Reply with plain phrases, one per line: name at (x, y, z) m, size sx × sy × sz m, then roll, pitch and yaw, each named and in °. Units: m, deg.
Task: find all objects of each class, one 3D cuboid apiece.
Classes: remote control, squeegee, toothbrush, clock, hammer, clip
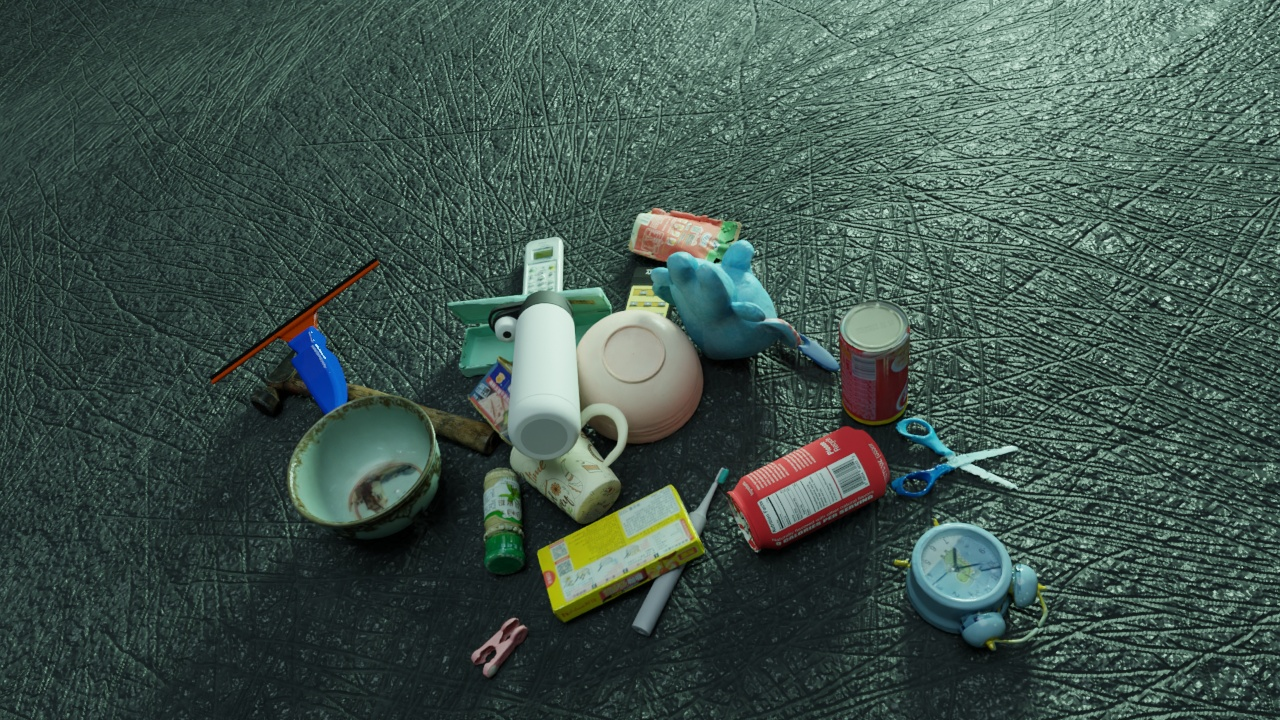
remote control at (-0.123, -0.103, 1.164) m, size 0.050 × 0.022 × 0.133 m, roll -9°, pitch 49°, yaw 8°
squeegee at (-0.379, 0.009, 1.079) m, size 0.249 × 0.055 × 0.184 m, roll -36°, pitch 49°, yaw -2°
toothbrush at (0.043, 0.180, 0.888) m, size 0.019 × 0.018 × 0.187 m, roll 12°, pitch 55°, yaw 31°
clock at (0.286, 0.194, 0.790) m, size 0.088 × 0.052 × 0.124 m, roll -38°, pitch 52°, yaw -19°
remote control at (0.009, -0.060, 1.099) m, size 0.058 × 0.013 × 0.133 m, roll 1°, pitch 52°, yaw 16°
hammer at (-0.304, 0.046, 1.085) m, size 0.331 × 0.033 × 0.119 m, roll 14°, pitch 55°, yaw 24°
toothbrush at (0.171, -0.025, 1.025) m, size 0.021 × 0.016 × 0.132 m, roll -40°, pitch 52°, yaw -15°
clip at (-0.135, 0.268, 0.864) m, size 0.044 × 0.023 × 0.060 m, roll 14°, pitch 62°, yaw 22°

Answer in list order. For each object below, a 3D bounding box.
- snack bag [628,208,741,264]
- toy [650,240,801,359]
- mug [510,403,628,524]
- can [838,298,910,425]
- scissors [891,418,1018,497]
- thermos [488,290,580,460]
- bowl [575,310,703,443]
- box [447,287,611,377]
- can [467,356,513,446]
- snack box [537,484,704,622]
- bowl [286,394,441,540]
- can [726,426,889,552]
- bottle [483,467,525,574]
snack bag at (0.067, -0.149, 1.145) m, size 0.155 × 0.044 × 0.087 m, roll 14°, pitch 61°, yaw 20°
toy at (0.084, -0.075, 0.983) m, size 0.183 × 0.180 × 0.114 m, roll 25°, pitch 76°, yaw 29°
mug at (-0.059, 0.098, 0.939) m, size 0.122 × 0.081 × 0.097 m, roll -49°, pitch 61°, yaw 1°
can at (0.232, 0.004, 0.913) m, size 0.067 × 0.124 × 0.066 m, roll -8°, pitch 50°, yaw 9°
scissors at (0.299, 0.105, 0.888) m, size 0.130 × 0.014 × 0.116 m, roll 25°, pitch 57°, yaw 26°
thermos at (-0.114, 0.010, 0.948) m, size 0.101 × 0.068 × 0.229 m, roll -16°, pitch 35°, yaw 6°
bowl at (-0.006, 0.006, 0.982) m, size 0.153 × 0.076 × 0.152 m, roll -1°, pitch 65°, yaw 2°
box at (-0.130, -0.045, 1.074) m, size 0.188 × 0.092 × 0.077 m, roll -5°, pitch 49°, yaw 11°
can at (-0.140, 0.048, 1.014) m, size 0.059 × 0.054 × 0.100 m, roll -49°, pitch 54°, yaw 3°
snack box at (-0.021, 0.184, 0.882) m, size 0.152 × 0.025 × 0.075 m, roll -27°, pitch 42°, yaw 1°
bowl at (-0.277, 0.127, 0.968) m, size 0.160 × 0.094 × 0.159 m, roll -7°, pitch 50°, yaw 9°
can at (0.159, 0.122, 0.868) m, size 0.142 × 0.074 × 0.074 m, roll -25°, pitch 49°, yaw -7°
bottle at (-0.140, 0.162, 0.938) m, size 0.043 × 0.043 × 0.109 m, roll -13°, pitch 48°, yaw 4°
